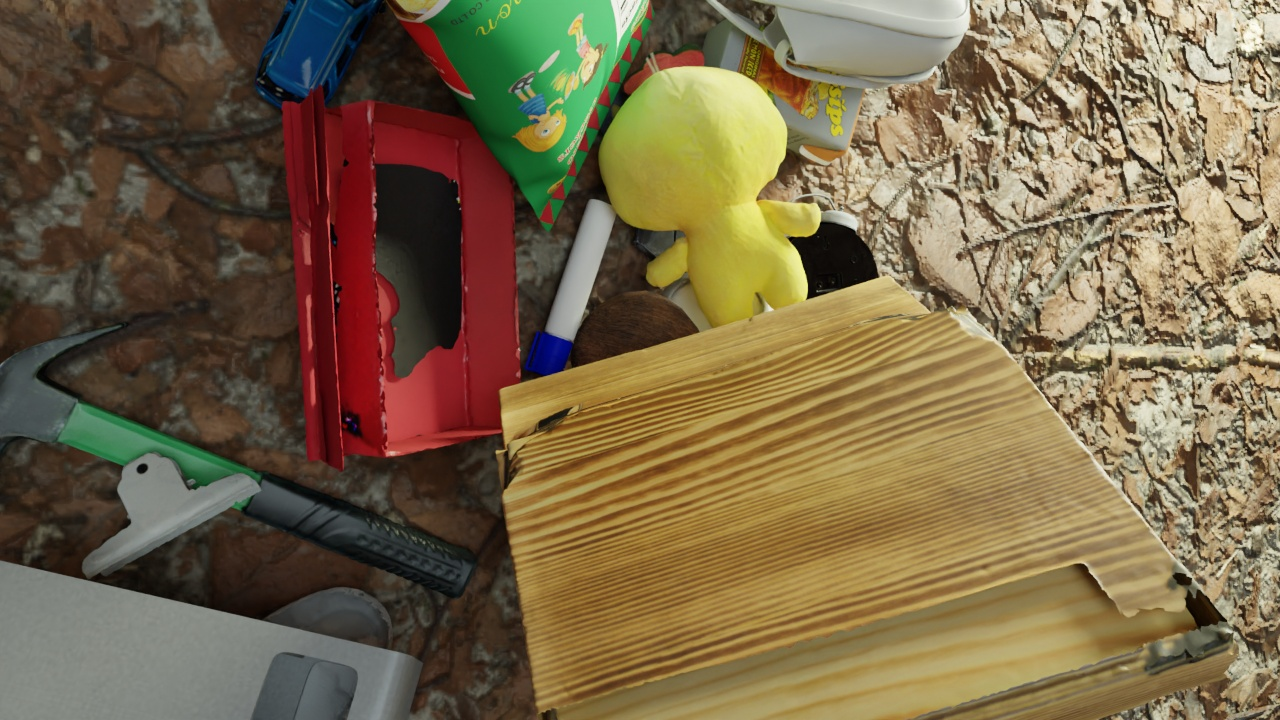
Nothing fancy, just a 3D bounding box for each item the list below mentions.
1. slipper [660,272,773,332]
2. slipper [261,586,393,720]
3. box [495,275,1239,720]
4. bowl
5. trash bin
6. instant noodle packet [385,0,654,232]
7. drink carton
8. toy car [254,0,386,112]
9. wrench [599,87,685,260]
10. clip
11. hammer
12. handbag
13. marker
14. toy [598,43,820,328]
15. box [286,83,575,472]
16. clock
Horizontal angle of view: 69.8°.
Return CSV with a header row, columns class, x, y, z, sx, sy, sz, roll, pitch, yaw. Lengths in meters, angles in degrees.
class,x,y,z,sx,sy,sz,roll,pitch,yaw
slipper,0.086,0.060,0.692,0.113,0.080,0.266,-14,102,0
slipper,-0.250,0.255,0.583,0.112,0.075,0.246,40,70,-10
box,0.082,0.119,0.503,0.279,0.334,0.286,-16,117,-2
bowl,-0.004,0.004,0.657,0.102,0.026,0.114,-34,76,11
trash bin,-0.252,0.199,0.508,0.229,0.115,0.114,14,68,-4
instant noodle packet,-0.064,-0.226,0.545,0.195,0.090,0.253,-67,154,-18
drink carton,0.107,-0.208,0.711,0.124,0.048,0.076,18,87,-22
toy car,-0.203,-0.215,0.590,0.056,0.044,0.120,26,83,-21
wrench,-0.024,-0.185,0.675,0.073,0.022,0.273,-37,107,-17
clip,-0.285,0.088,0.550,0.102,0.058,0.052,-31,129,-19
hammer,-0.254,0.084,0.596,0.318,0.032,0.130,28,82,-21
handbag,0.121,-0.301,0.690,0.222,0.096,0.215,1,66,-15
marker,-0.050,-0.052,0.672,0.027,0.023,0.133,18,86,0
toy,0.048,-0.119,0.641,0.134,0.092,0.207,-24,101,4
box,-0.112,-0.049,0.550,0.164,0.153,0.213,-8,96,-62
clock,0.142,-0.073,0.741,0.094,0.035,0.122,-9,96,-21
